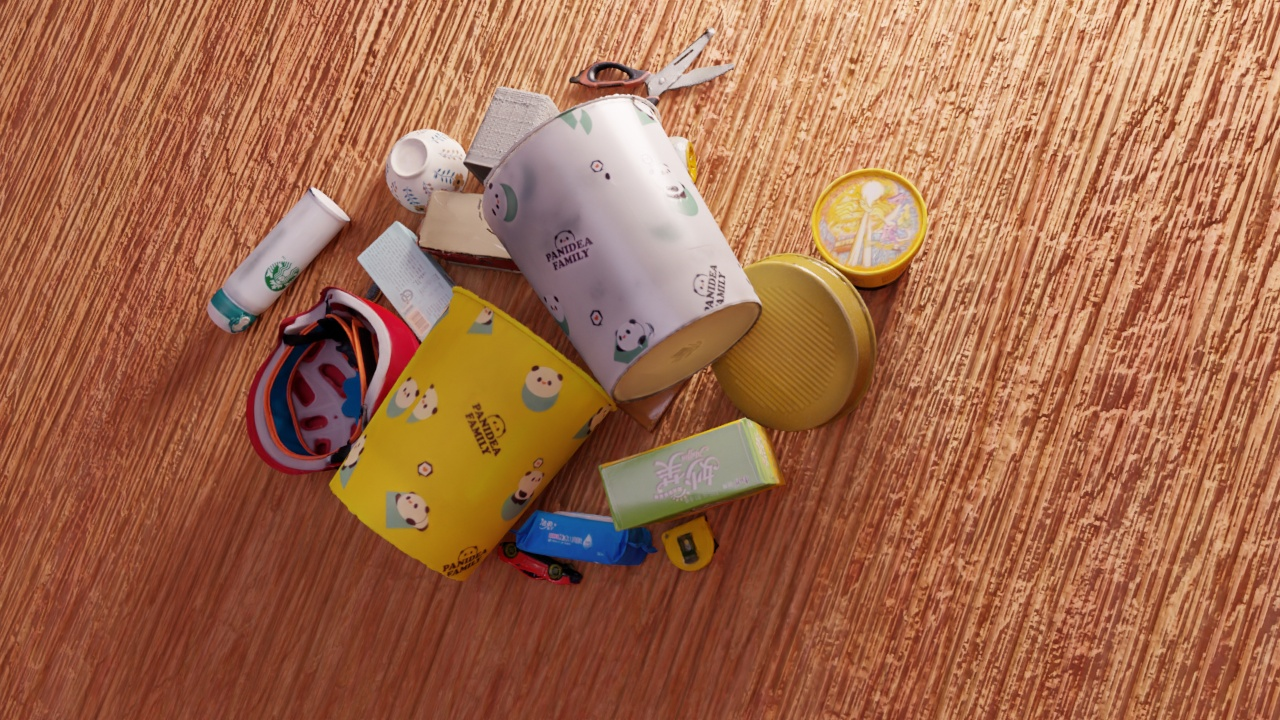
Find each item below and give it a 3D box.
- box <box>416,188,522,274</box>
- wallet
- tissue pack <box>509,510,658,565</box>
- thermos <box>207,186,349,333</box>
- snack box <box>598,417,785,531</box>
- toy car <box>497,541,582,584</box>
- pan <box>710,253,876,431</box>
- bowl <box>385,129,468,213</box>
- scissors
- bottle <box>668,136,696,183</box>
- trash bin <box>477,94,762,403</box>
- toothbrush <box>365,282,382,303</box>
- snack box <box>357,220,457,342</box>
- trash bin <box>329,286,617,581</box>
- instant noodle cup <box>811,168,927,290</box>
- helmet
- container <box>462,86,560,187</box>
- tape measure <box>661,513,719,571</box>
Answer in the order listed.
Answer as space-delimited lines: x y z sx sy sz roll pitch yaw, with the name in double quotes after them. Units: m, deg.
-0.196 -0.166 1.149 0.168 0.080 0.091 11 82 29 "box"
-0.007 0.006 1.102 0.132 0.031 0.108 37 100 18 "wallet"
-0.065 0.202 1.053 0.157 0.095 0.052 4 79 18 "tissue pack"
-0.496 -0.131 1.250 0.224 0.073 0.073 -46 72 3 "thermos"
0.062 0.123 0.970 0.158 0.210 0.070 -19 79 11 "snack box"
-0.119 0.242 1.082 0.106 0.049 0.031 19 87 18 "toy car"
0.119 -0.072 1.049 0.357 0.078 0.198 44 127 23 "pan"
-0.293 -0.259 1.222 0.113 0.062 0.113 -3 79 14 "bowl"
0.006 -0.348 1.179 0.227 0.015 0.189 13 83 18 "scissors"
-0.028 -0.234 1.139 0.190 0.068 0.068 -4 78 15 "bottle"
-0.013 -0.108 0.976 0.230 0.229 0.252 -34 74 7 "trash bin"
-0.394 -0.023 1.226 0.016 0.018 0.191 29 88 20 "toothbrush"
-0.286 -0.094 1.193 0.074 0.051 0.175 -42 73 3 "snack box"
-0.191 0.086 1.020 0.230 0.230 0.255 33 81 19 "trash bin"
0.254 -0.136 1.017 0.118 0.114 0.118 -3 78 15 "instant noodle cup"
-0.362 0.038 1.144 0.240 0.143 0.207 -36 68 22 "helmet"
-0.155 -0.278 1.175 0.090 0.090 0.114 16 81 17 "container"
0.057 0.212 1.050 0.060 0.029 0.057 -25 75 10 "tape measure"
